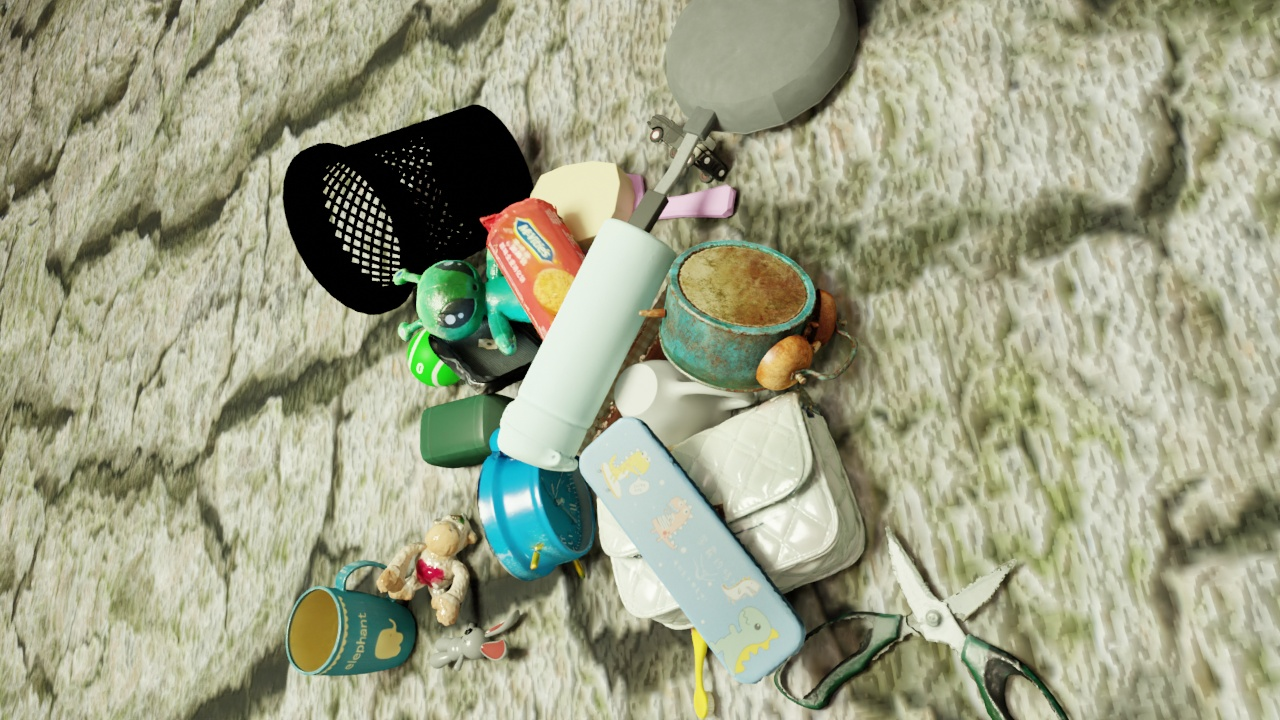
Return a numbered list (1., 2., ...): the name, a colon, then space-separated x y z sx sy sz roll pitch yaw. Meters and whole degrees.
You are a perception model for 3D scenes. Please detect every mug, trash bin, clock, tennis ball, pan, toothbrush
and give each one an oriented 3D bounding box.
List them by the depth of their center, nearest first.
1. clock: 0.091 -0.025 0.718 0.158 0.121 0.073 26 136 19
2. toothbrush: 0.046 0.215 0.734 0.021 0.016 0.135 -22 59 33
3. mug: 0.037 0.032 0.752 0.107 0.089 0.071 -11 69 35
4. pan: 0.055 -0.213 0.804 0.179 0.041 0.357 27 81 33
5. clock: -0.092 0.113 0.810 0.060 0.116 0.161 -19 68 20
6. mug: -0.277 0.256 0.911 0.085 0.104 0.112 5 76 38
7. tennis ball: -0.214 -0.004 0.973 0.065 0.065 0.065 -13 67 34
8. trash bin: -0.233 -0.171 0.979 0.200 0.195 0.195 -18 65 22

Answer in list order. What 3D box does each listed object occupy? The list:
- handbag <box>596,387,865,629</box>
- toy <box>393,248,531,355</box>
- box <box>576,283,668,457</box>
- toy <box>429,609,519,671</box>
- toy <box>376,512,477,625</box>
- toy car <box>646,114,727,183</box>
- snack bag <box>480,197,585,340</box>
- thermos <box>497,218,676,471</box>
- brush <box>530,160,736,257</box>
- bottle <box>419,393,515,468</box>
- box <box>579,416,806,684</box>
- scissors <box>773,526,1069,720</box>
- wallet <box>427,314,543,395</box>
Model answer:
1. handbag: 0.063 0.116 0.707 0.195 0.072 0.138 -28 58 21
2. toy: -0.150 -0.060 0.908 0.193 0.072 0.130 -3 69 -3
3. box: -0.002 0.007 0.818 0.048 0.085 0.187 33 95 11
4. toy: -0.155 0.266 0.862 0.112 0.030 0.049 -24 33 32
5. toy: -0.193 0.197 0.896 0.085 0.074 0.105 24 67 10
6. toy car: 0.044 -0.201 0.856 0.037 0.040 0.092 -51 52 11
7. snack bag: -0.076 -0.070 0.853 0.082 0.082 0.176 -37 77 23
8. thermos: -0.045 -0.009 0.738 0.078 0.065 0.207 26 89 34
9. brush: -0.016 -0.148 0.883 0.229 0.043 0.089 1 76 38
10. bottle: -0.152 0.067 0.904 0.131 0.061 0.061 -14 69 34
11. box: 0.033 0.132 0.656 0.066 0.037 0.209 -44 72 15
12. scissors: 0.189 0.219 0.623 0.202 0.015 0.201 -39 56 23
13. wallet: -0.148 -0.010 0.919 0.115 0.089 0.026 37 141 40
